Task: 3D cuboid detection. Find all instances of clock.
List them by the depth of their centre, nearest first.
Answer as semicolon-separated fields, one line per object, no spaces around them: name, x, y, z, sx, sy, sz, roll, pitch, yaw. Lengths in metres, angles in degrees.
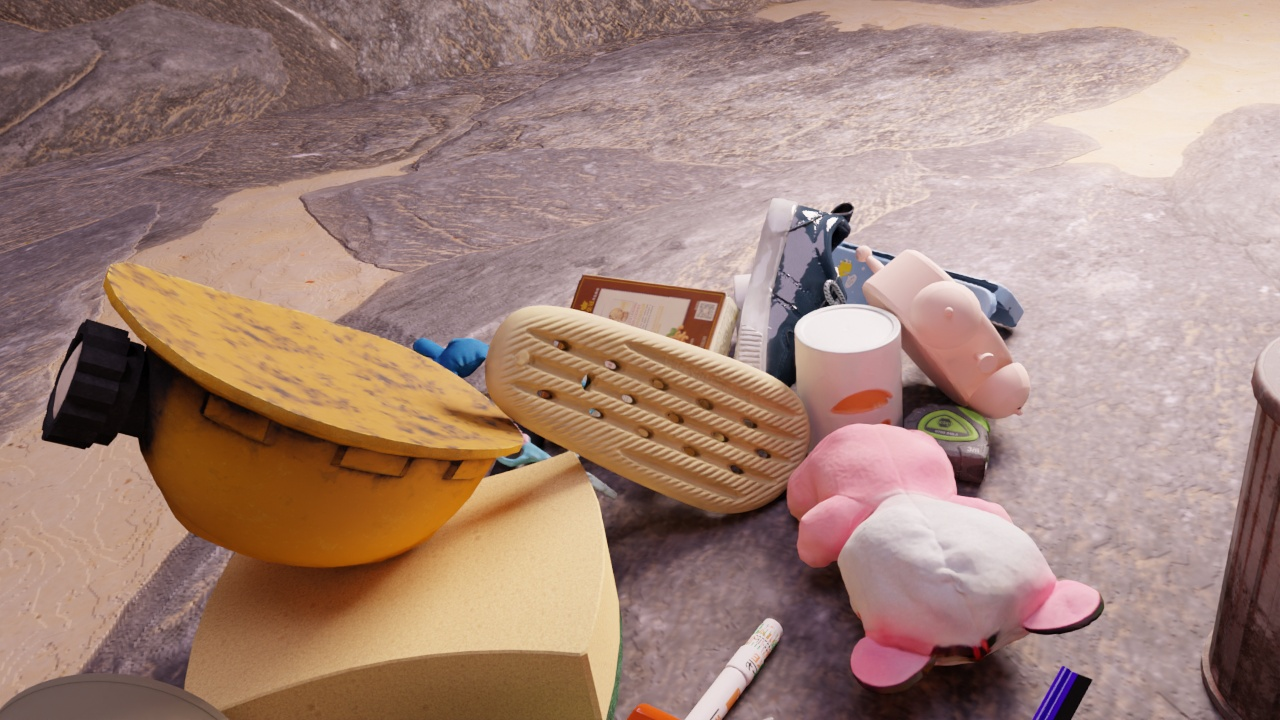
clock;0.235;-0.019;0.752;0.086;0.131;0.160;-42;23;0

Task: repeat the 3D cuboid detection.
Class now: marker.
marker;0.040;0.200;0.525;0.017;0.017;0.145;14;36;35

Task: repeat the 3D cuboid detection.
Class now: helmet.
helmet;-0.209;0.054;0.553;0.255;0.131;0.205;22;8;-37

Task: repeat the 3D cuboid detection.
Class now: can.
can;-0.270;0.227;0.453;0.128;0.128;0.073;-9;31;-1

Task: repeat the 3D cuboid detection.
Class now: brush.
brush;-0.140;0.160;0.588;0.250;0.075;0.194;-10;29;-1

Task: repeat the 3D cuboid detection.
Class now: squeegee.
squeegee;0.059;0.212;0.418;0.185;0.055;0.249;20;63;46

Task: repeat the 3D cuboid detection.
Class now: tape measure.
tape measure;0.233;0.063;0.699;0.066;0.036;0.058;9;43;24

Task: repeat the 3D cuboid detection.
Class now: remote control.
remote control;-0.102;0.066;0.808;0.033;0.015;0.146;-3;29;10

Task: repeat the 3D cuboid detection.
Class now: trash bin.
trash bin;0.353;0.087;0.436;0.131;0.211;0.130;-7;29;4

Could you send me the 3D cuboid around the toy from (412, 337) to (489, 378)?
toy;-0.187;0.018;0.871;0.176;0.071;0.112;-12;18;-5

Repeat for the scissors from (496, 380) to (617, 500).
scissors;-0.057;0.067;0.743;0.139;0.015;0.119;29;71;28

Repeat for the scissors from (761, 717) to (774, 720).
scissors;0.031;0.238;0.459;0.131;0.019;0.149;-8;27;-3

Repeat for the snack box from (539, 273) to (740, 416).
snack box;-0.005;0.005;0.783;0.147;0.041;0.143;10;74;29

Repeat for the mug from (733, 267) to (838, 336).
mug;0.143;-0.046;0.891;0.097;0.078;0.112;-4;1;9

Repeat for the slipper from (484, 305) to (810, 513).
slipper;0.002;0.037;0.673;0.261;0.111;0.079;22;-11;-24

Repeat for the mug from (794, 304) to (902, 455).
mug;0.164;0.020;0.721;0.082;0.105;0.082;-7;29;4

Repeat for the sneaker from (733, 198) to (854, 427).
sneaker;0.132;-0.036;0.787;0.087;0.089;0.235;12;71;9

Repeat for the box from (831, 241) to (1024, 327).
box;0.264;-0.058;0.911;0.210;0.072;0.079;26;83;48

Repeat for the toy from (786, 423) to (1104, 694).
toy;0.172;0.113;0.575;0.142;0.084;0.213;-9;26;0
